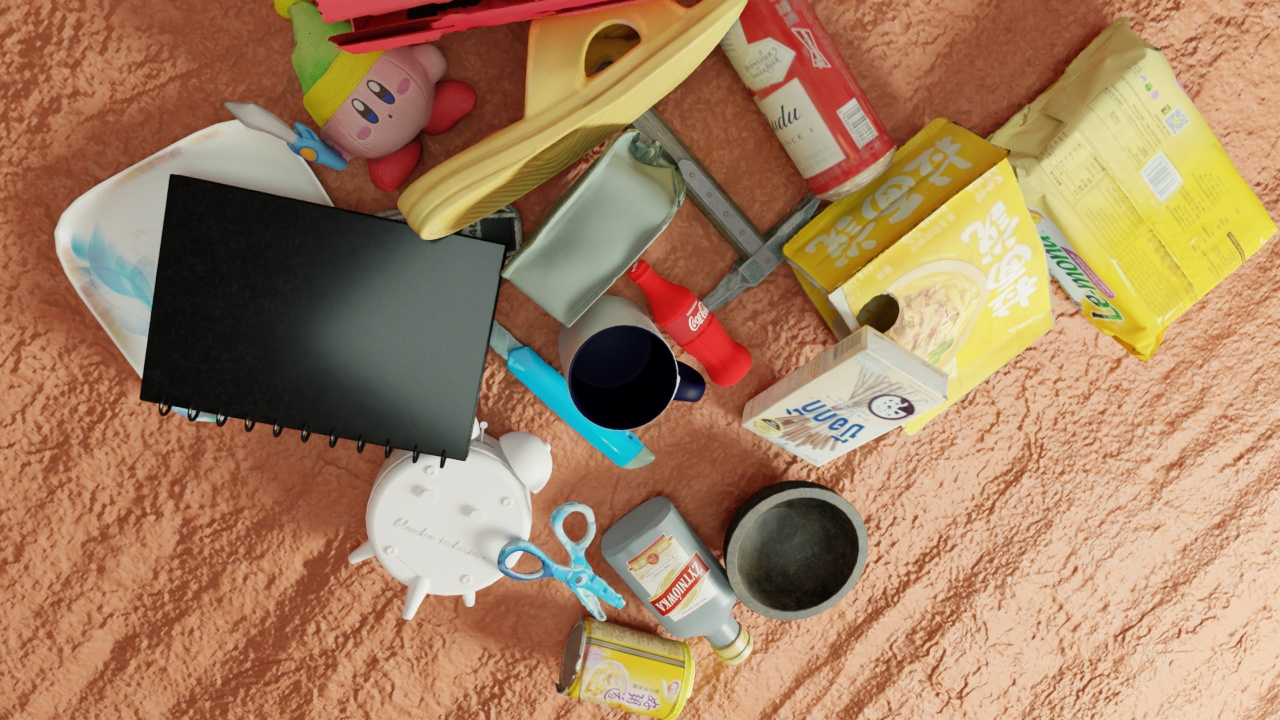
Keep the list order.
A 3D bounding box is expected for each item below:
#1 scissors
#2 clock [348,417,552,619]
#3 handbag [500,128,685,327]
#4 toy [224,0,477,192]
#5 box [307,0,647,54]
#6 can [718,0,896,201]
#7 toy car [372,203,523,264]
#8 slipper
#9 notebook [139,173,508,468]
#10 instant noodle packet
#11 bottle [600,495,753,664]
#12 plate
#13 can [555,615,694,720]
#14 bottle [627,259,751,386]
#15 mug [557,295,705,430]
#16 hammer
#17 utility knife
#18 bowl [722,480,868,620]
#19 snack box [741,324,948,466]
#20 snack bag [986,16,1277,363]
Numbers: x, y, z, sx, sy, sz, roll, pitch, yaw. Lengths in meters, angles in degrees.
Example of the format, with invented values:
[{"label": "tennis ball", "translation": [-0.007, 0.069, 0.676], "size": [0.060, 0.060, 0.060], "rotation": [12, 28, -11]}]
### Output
[{"label": "scissors", "translation": [-0.061, 0.176, 0.735], "size": [0.090, 0.014, 0.141], "rotation": [-27, 128, -8]}, {"label": "clock", "translation": [-0.147, 0.118, 0.715], "size": [0.125, 0.073, 0.161], "rotation": [25, 101, -15]}, {"label": "handbag", "translation": [-0.029, -0.093, 0.638], "size": [0.067, 0.106, 0.122], "rotation": [39, 115, -13]}, {"label": "toy", "translation": [-0.198, -0.186, 0.624], "size": [0.124, 0.096, 0.131], "rotation": [-43, 127, 11]}, {"label": "box", "translation": [-0.063, -0.224, 0.472], "size": [0.211, 0.315, 0.124], "rotation": [-11, 97, -2]}, {"label": "can", "translation": [0.114, -0.198, 0.655], "size": [0.067, 0.067, 0.170], "rotation": [-34, 100, 2]}, {"label": "toy car", "translation": [-0.143, -0.089, 0.671], "size": [0.112, 0.040, 0.048], "rotation": [-6, 106, -7]}, {"label": "slipper", "translation": [-0.054, -0.178, 0.603], "size": [0.263, 0.099, 0.078], "rotation": [-34, 89, 1]}, {"label": "notebook", "translation": [-0.224, -0.023, 0.649], "size": [0.231, 0.019, 0.169], "rotation": [11, 98, -5]}, {"label": "instant noodle packet", "translation": [0.237, -0.049, 0.726], "size": [0.163, 0.084, 0.221], "rotation": [-40, 125, 1]}, {"label": "bottle", "translation": [0.040, 0.195, 0.782], "size": [0.072, 0.046, 0.161], "rotation": [-36, 109, 4]}, {"label": "plate", "translation": [-0.299, -0.062, 0.667], "size": [0.187, 0.016, 0.187], "rotation": [-28, 109, 0]}, {"label": "can", "translation": [-0.013, 0.263, 0.783], "size": [0.105, 0.067, 0.068], "rotation": [19, 103, -14]}, {"label": "bottle", "translation": [0.036, -0.030, 0.702], "size": [0.036, 0.036, 0.119], "rotation": [-44, 108, 5]}, {"label": "mug", "translation": [-0.004, 0.004, 0.691], "size": [0.112, 0.097, 0.079], "rotation": [17, 103, -14]}, {"label": "hammer", "translation": [-0.004, -0.176, 0.674], "size": [0.147, 0.028, 0.317], "rotation": [-43, 108, 5]}, {"label": "utility knife", "translation": [-0.067, 0.021, 0.730], "size": [0.031, 0.015, 0.209], "rotation": [-44, 112, 4]}, {"label": "bowl", "translation": [0.125, 0.152, 0.778], "size": [0.121, 0.056, 0.121], "rotation": [-2, 107, -8]}, {"label": "snack box", "translation": [0.155, 0.032, 0.715], "size": [0.082, 0.026, 0.150], "rotation": [29, 143, -18]}, {"label": "snack bag", "translation": [0.392, -0.130, 0.730], "size": [0.159, 0.068, 0.247], "rotation": [-45, 108, 5]}]
